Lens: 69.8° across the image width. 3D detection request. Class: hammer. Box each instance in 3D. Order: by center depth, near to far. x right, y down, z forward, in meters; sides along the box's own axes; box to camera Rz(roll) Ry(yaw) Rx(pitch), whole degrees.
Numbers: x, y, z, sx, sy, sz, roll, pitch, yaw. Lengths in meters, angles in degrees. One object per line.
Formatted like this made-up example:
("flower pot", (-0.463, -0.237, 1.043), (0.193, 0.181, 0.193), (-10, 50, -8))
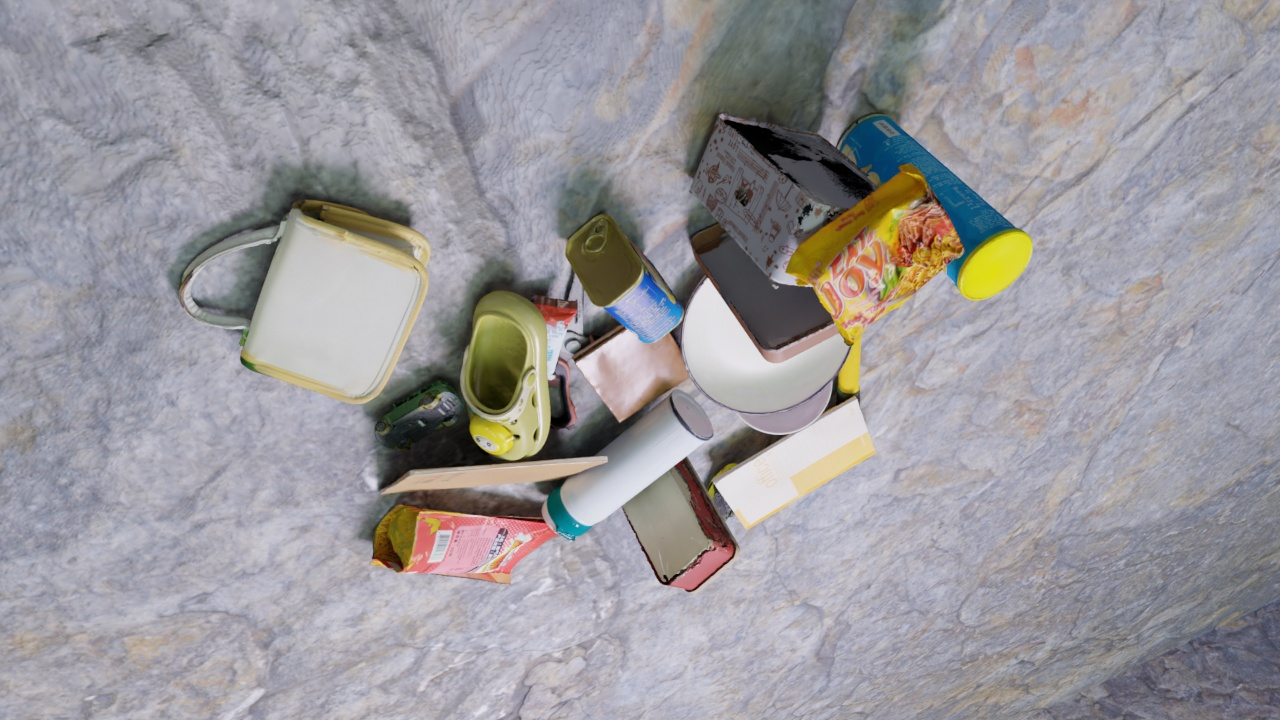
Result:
("hammer", (0.260, 0.034, 1.153), (0.128, 0.032, 0.301), (-21, 138, -8))

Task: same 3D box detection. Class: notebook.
("notebook", (-0.157, 0.122, 0.972), (0.207, 0.008, 0.148), (-2, 166, -27))
("notebook", (0.204, 0.136, 1.190), (0.206, 0.010, 0.146), (-31, 139, 2))

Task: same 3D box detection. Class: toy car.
("toy car", (-0.220, 0.055, 0.908), (0.091, 0.036, 0.043), (-32, 139, 2))
("toy car", (0.107, 0.177, 1.210), (0.048, 0.032, 0.105), (-3, 131, -28))

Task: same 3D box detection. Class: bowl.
("bowl", (0.157, 0.024, 1.052), (0.118, 0.118, 0.064), (-33, 177, 5))

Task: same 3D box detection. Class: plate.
("plate", (0.132, -0.036, 0.976), (0.192, 0.039, 0.193), (-4, 113, -9))

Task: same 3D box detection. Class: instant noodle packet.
("instant noodle packet", (0.189, -0.081, 0.731), (0.128, 0.044, 0.111), (-39, 131, 8))

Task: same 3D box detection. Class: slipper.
("slipper", (-0.139, 0.025, 0.876), (0.081, 0.092, 0.191), (-46, 151, -50))

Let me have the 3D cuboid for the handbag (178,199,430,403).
("handbag", (-0.279, -0.059, 0.759), (0.178, 0.063, 0.164), (19, 121, -23))

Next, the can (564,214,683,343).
("can", (-0.014, -0.073, 0.847), (0.057, 0.102, 0.083), (-39, 139, 10))

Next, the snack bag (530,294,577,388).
("snack bag", (-0.093, -0.017, 0.896), (0.048, 0.026, 0.104), (11, 129, -6))

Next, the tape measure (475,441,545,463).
("tape measure", (-0.136, 0.082, 0.984), (0.066, 0.033, 0.066), (-32, 140, 7))

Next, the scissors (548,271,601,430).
("scissors", (-0.066, -0.005, 0.951), (0.225, 0.015, 0.189), (22, 119, -40))

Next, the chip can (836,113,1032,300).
("chip can", (0.263, -0.146, 0.843), (0.071, 0.210, 0.071), (-16, 136, -15))

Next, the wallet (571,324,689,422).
("wallet", (-0.006, 0.006, 0.968), (0.101, 0.020, 0.115), (-33, 135, 3))

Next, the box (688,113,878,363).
("box", (0.132, -0.106, 0.839), (0.150, 0.181, 0.167), (5, 125, -31))

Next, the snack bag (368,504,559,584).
("snack bag", (-0.198, 0.214, 1.064), (0.207, 0.073, 0.129), (16, 126, -45))

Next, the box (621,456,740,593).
("box", (0.033, 0.176, 1.068), (0.091, 0.168, 0.078), (-45, 139, 16))

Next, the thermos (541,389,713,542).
("thermos", (-0.022, 0.123, 1.042), (0.225, 0.073, 0.073), (-40, 138, 23))
